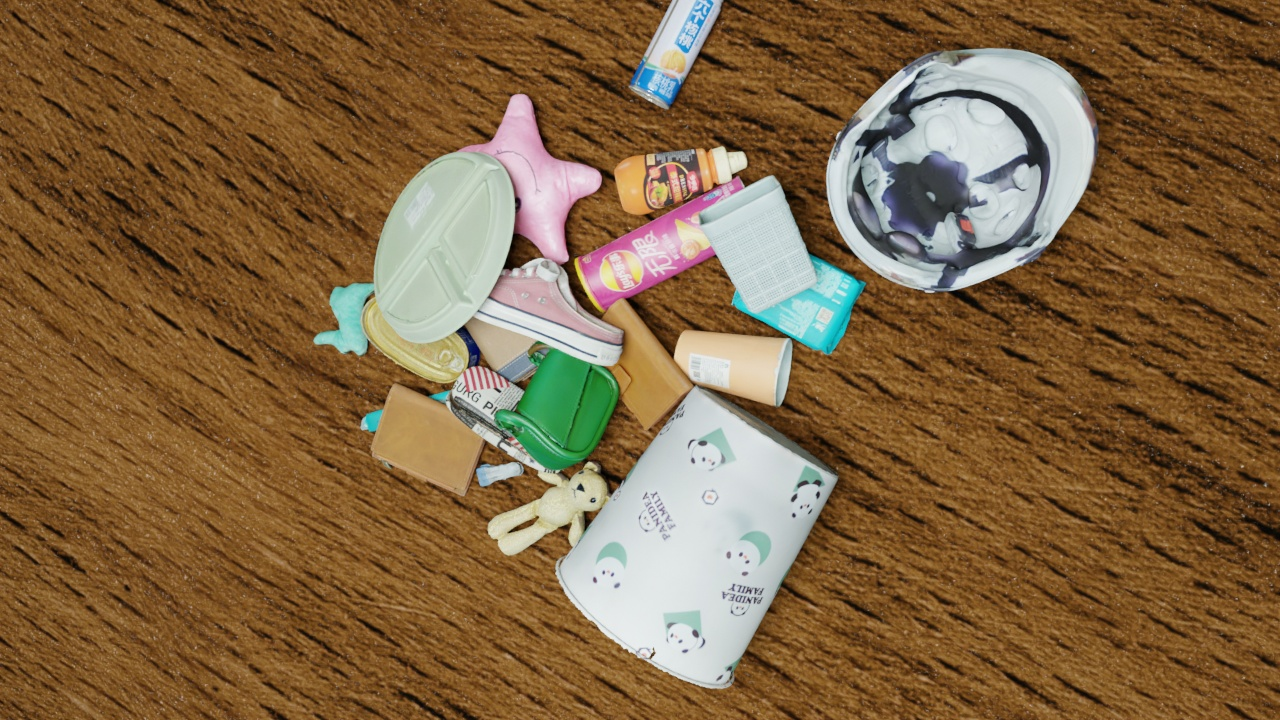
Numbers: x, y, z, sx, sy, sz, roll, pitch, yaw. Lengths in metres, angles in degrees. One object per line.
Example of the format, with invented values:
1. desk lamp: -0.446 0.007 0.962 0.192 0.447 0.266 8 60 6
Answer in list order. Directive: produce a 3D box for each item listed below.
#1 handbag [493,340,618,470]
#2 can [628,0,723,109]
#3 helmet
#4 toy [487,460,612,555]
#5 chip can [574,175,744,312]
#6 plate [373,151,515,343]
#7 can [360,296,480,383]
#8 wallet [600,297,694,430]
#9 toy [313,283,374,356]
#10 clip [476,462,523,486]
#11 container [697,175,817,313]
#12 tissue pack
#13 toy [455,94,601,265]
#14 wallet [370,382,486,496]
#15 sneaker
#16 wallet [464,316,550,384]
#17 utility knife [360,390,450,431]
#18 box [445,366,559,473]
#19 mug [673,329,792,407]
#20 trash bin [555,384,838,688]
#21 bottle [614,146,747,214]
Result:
1. handbag: -0.095 0.052 1.048 0.120 0.068 0.131 34 57 -13
2. can: 0.041 -0.356 1.031 0.053 0.053 0.135 30 99 7
3. helmet: 0.317 -0.189 0.949 0.259 0.146 0.229 -36 89 3
4. toy: -0.108 0.179 1.101 0.157 0.066 0.105 -29 72 4
5. chip can: 0.033 -0.131 1.044 0.211 0.071 0.071 -25 90 11
6. plate: -0.228 -0.132 1.033 0.231 0.027 0.229 -15 66 36
7. can: -0.267 -0.027 1.120 0.148 0.049 0.075 30 100 7
8. wallet: -0.006 0.006 1.058 0.132 0.031 0.108 53 141 9
9. toy: -0.369 -0.049 1.149 0.096 0.030 0.092 -6 92 17
10. clip: -0.173 0.138 1.133 0.058 0.038 0.026 -11 90 9
11. container: 0.125 -0.119 0.958 0.090 0.089 0.111 -26 105 11
12. tissue pack: 0.178 -0.075 1.032 0.133 0.050 0.093 29 98 7
13. toy: -0.142 -0.191 1.068 0.179 0.074 0.194 -43 80 12
14. wallet: -0.264 0.106 1.134 0.130 0.035 0.119 24 111 3
15. sneaker: -0.118 -0.073 1.028 0.241 0.118 0.088 23 99 22
16. wallet: -0.158 -0.035 1.109 0.090 0.033 0.115 -34 87 9
17. utility knife: -0.282 0.064 1.150 0.158 0.013 0.029 -15 93 12
18. box: -0.148 0.067 1.079 0.163 0.075 0.082 37 115 -4
19. mug: 0.103 0.004 1.040 0.123 0.078 0.078 10 97 18
20. trash bin: 0.070 0.179 0.996 0.229 0.229 0.252 32 95 6
21. bottle: 0.048 -0.211 1.043 0.149 0.066 0.067 -13 92 4
